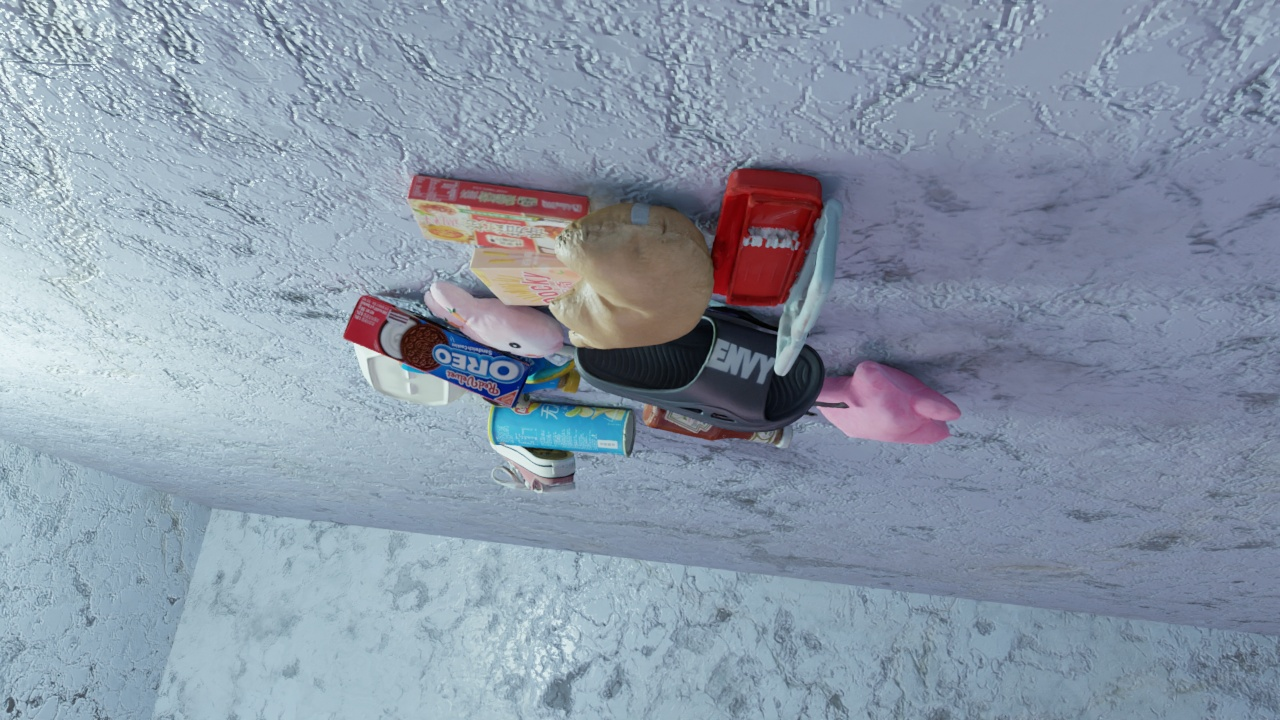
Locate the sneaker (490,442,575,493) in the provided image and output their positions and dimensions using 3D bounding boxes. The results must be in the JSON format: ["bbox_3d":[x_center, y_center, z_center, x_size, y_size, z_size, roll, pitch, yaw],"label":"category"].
[{"bbox_3d":[-0.171,0.164,1.439,0.118,0.088,0.241,-6,-167,-30],"label":"sneaker"}]

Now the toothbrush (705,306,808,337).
[{"bbox_3d":[0.085,-0.053,0.938,0.189,0.016,0.014,15,153,-9],"label":"toothbrush"}]

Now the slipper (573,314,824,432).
[{"bbox_3d":[0.054,0.005,0.950,0.268,0.110,0.083,10,171,10],"label":"slipper"}]

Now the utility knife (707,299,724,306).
[{"bbox_3d":[0.003,-0.056,0.937,0.179,0.019,0.031,7,165,35],"label":"utility knife"}]

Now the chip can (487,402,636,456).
[{"bbox_3d":[-0.115,0.099,1.362,0.210,0.071,0.071,4,160,12],"label":"chip can"}]

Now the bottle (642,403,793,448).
[{"bbox_3d":[0.107,0.082,1.237,0.206,0.059,0.060,13,160,-14],"label":"bottle"}]

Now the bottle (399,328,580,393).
[{"bbox_3d":[-0.182,0.004,1.126,0.218,0.065,0.065,14,160,-14],"label":"bottle"}]

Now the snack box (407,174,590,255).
[{"bbox_3d":[-0.119,-0.123,0.799,0.153,0.025,0.075,8,160,2],"label":"snack box"}]

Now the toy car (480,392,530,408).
[{"bbox_3d":[-0.194,0.050,1.312,0.042,0.035,0.090,-1,161,29],"label":"toy car"}]

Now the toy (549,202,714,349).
[{"bbox_3d":[-0.008,-0.053,0.815,0.143,0.082,0.226,11,150,-3],"label":"toy"}]

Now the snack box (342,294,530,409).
[{"bbox_3d":[-0.228,-0.010,1.047,0.207,0.057,0.058,24,-179,-9],"label":"snack box"}]

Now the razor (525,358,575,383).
[{"bbox_3d":[-0.091,0.001,1.065,0.133,0.028,0.043,-31,172,36],"label":"razor"}]

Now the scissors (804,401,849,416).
[{"bbox_3d":[0.122,0.041,1.047,0.188,0.015,0.225,1,-173,-18],"label":"scissors"}]

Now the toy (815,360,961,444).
[{"bbox_3d":[0.279,0.057,1.059,0.178,0.074,0.195,26,160,-13],"label":"toy"}]

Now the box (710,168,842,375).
[{"bbox_3d":[0.102,-0.066,0.759,0.095,0.100,0.201,8,160,3],"label":"box"}]

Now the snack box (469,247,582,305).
[{"bbox_3d":[-0.078,-0.082,0.898,0.157,0.026,0.084,1,159,19],"label":"snack box"}]

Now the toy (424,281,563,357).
[{"bbox_3d":[-0.160,-0.043,1.010,0.159,0.054,0.121,21,166,-15],"label":"toy"}]

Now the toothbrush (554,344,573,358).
[{"bbox_3d":[-0.075,-0.004,1.129,0.189,0.029,0.020,17,117,-20],"label":"toothbrush"}]

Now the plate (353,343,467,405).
[{"bbox_3d":[-0.315,0.015,1.264,0.162,0.034,0.266,12,161,-10],"label":"plate"}]
